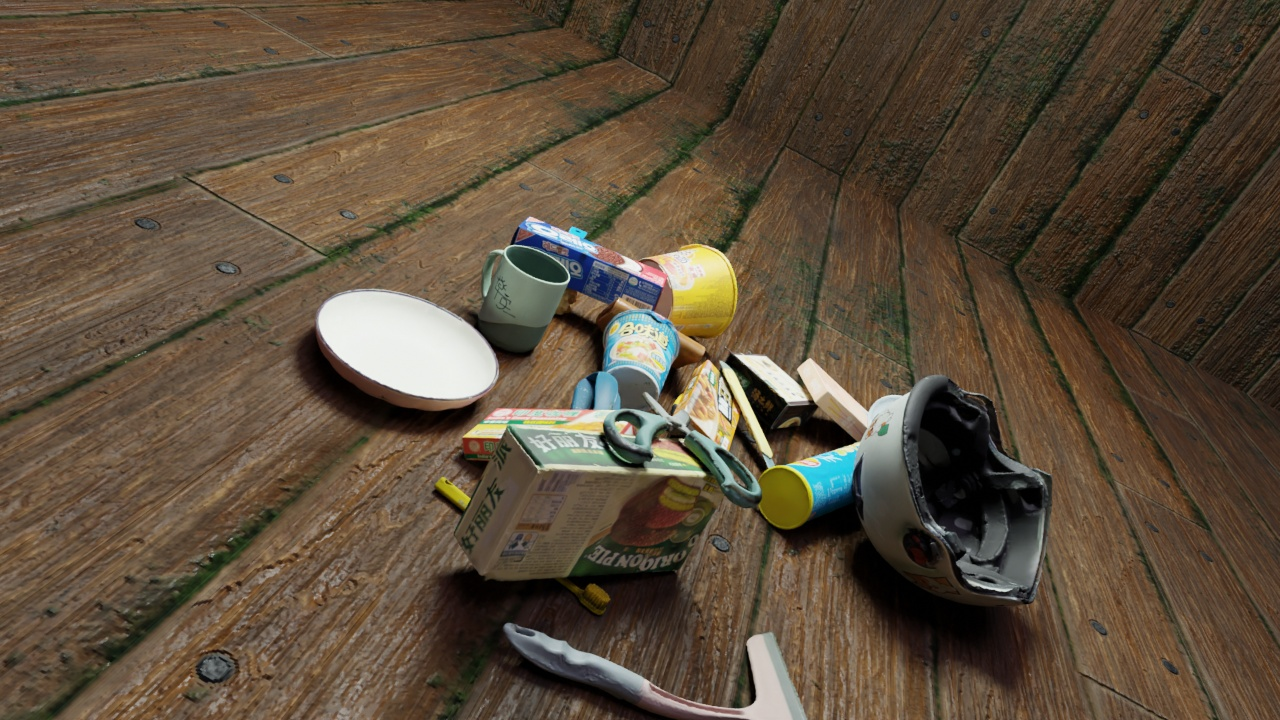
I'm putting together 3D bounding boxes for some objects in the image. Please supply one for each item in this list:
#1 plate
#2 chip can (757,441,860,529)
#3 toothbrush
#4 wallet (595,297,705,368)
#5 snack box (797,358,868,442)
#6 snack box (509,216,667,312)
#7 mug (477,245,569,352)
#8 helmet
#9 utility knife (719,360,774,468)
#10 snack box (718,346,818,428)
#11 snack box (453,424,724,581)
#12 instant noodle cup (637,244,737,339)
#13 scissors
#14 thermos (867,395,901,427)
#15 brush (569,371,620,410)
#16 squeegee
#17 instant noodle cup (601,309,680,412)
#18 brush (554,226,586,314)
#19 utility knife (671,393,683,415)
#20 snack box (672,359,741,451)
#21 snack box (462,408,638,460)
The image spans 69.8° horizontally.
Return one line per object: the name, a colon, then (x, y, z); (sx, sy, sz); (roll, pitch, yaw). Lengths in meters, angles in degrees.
plate: (-0.244, -0.006, 0.954); (0.192, 0.039, 0.192); (22, 27, -12)
chip can: (0.223, 0.144, 1.092); (0.071, 0.071, 0.209); (43, 29, 28)
toothbrush: (-0.105, 0.160, 0.809); (0.190, 0.017, 0.015); (34, 22, 13)
wallet: (0.010, -0.032, 1.194); (0.132, 0.031, 0.108); (30, -15, -10)
snack box: (0.285, 0.069, 1.277); (0.157, 0.026, 0.084); (39, 19, -28)
snack box: (-0.070, -0.121, 1.208); (0.207, 0.057, 0.058); (22, 25, -1)
mug: (-0.152, -0.079, 1.096); (0.112, 0.107, 0.082); (40, 30, 23)
helmet: (0.334, 0.158, 1.043); (0.274, 0.157, 0.229); (42, 50, -15)
utility knife: (0.143, 0.084, 1.144); (0.031, 0.022, 0.212); (23, 31, -44)
snack box: (0.169, 0.036, 1.241); (0.113, 0.053, 0.125); (43, 23, 28)
snack box: (-0.033, 0.125, 0.797); (0.239, 0.115, 0.063); (9, 26, -46)
instant noodle cup: (0.050, -0.093, 1.299); (0.109, 0.138, 0.138); (-8, 43, -38)
scissors: (0.024, 0.072, 0.812); (0.180, 0.019, 0.170); (12, 26, -42)
thermos: (0.358, 0.100, 1.227); (0.070, 0.070, 0.220); (44, 7, 29)
brush: (-0.048, 0.055, 0.991); (0.055, 0.074, 0.143); (19, 27, -8)
squeegee: (0.008, 0.256, 0.720); (0.249, 0.040, 0.247); (19, 11, -6)
instant noodle cup: (-0.007, 0.006, 1.106); (0.099, 0.099, 0.109); (25, 34, -7)
brush: (-0.112, -0.138, 1.302); (0.083, 0.046, 0.254); (22, 32, -3)
utility knife: (0.077, 0.043, 1.197); (0.033, 0.015, 0.170); (35, 26, 8)
snack box: (0.086, 0.061, 1.133); (0.075, 0.026, 0.153); (47, 26, -8)
snack box: (-0.086, 0.073, 0.888); (0.156, 0.027, 0.076); (-1, 18, 20)
